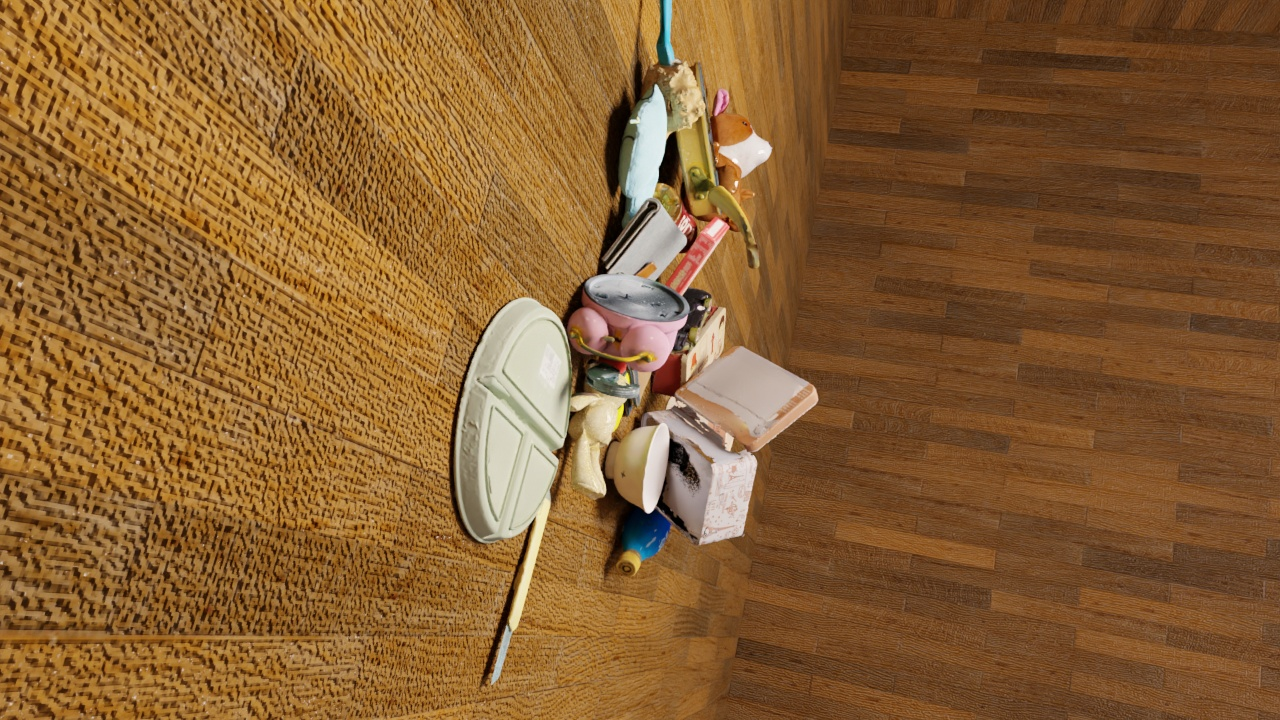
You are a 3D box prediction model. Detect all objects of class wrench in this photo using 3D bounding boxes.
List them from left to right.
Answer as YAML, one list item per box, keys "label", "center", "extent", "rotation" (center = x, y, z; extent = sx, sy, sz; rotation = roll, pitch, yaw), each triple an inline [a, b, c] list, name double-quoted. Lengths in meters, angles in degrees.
- label: "wrench"
  center: [-0.024, -0.001, 1.025]
  extent: [0.273, 0.056, 0.016]
  rotation: [-81, -177, -77]

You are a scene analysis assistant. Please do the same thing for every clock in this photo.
- label: "clock"
  center: [-0.015, -0.037, 0.984]
  extent: [0.158, 0.117, 0.060]
  rotation: [-54, 161, -63]

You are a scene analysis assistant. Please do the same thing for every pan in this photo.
- label: "pan"
  center: [0.093, -0.232, 1.147]
  extent: [0.198, 0.078, 0.356]
  rotation: [73, 12, -46]

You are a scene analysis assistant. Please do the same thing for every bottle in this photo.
- label: "bottle"
  center: [0.013, 0.236, 1.336]
  extent: [0.218, 0.065, 0.065]
  rotation: [-53, 148, -60]
- label: "bottle"
  center: [0.040, -0.181, 1.209]
  extent: [0.175, 0.057, 0.057]
  rotation: [28, 71, -74]

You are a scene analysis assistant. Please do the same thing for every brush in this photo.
- label: "brush"
  center: [0.029, -0.380, 1.045]
  extent: [0.045, 0.083, 0.255]
  rotation: [-27, 119, -45]

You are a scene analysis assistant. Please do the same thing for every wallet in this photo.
- label: "wallet"
  center: [-0.007, 0.007, 1.199]
  extent: [0.115, 0.033, 0.090]
  rotation: [-66, 158, -54]
- label: "wallet"
  center: [0.006, -0.126, 1.091]
  extent: [0.106, 0.037, 0.129]
  rotation: [-52, 161, 2]

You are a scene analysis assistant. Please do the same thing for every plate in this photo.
- label: "plate"
  center: [-0.110, 0.057, 0.849]
  extent: [0.230, 0.027, 0.230]
  rotation: [10, 89, -76]

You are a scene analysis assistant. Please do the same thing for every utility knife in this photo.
- label: "utility knife"
  center: [-0.118, 0.225, 0.930]
  extent: [0.031, 0.021, 0.204]
  rotation: [66, 29, -59]

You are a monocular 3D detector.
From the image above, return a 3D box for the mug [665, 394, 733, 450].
- label: "mug"
  center: [0.101, 0.093, 1.500]
  extent: [0.082, 0.106, 0.114]
  rotation: [82, 22, -47]

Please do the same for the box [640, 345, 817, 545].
- label: "box"
  center: [0.103, 0.107, 1.269]
  extent: [0.134, 0.179, 0.270]
  rotation: [29, 94, -41]

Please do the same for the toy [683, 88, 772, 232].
- label: "toy"
  center: [0.135, -0.303, 1.395]
  extent: [0.140, 0.130, 0.199]
  rotation: [68, 24, -52]

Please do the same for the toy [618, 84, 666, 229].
- label: "toy"
  center: [0.000, -0.228, 1.051]
  extent: [0.156, 0.050, 0.161]
  rotation: [38, 65, -84]

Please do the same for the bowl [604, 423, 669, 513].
- label: "bowl"
  center: [-0.008, 0.135, 1.198]
  extent: [0.118, 0.065, 0.118]
  rotation: [9, 89, -74]

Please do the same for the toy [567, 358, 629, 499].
- label: "toy"
  center: [-0.048, 0.077, 1.014]
  extent: [0.105, 0.066, 0.157]
  rotation: [46, 45, -51]

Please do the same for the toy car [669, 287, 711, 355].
- label: "toy car"
  center: [0.061, -0.060, 1.333]
  extent: [0.157, 0.070, 0.042]
  rotation: [-61, 160, -50]

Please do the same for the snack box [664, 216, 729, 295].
- label: "snack box"
  center: [0.063, -0.121, 1.250]
  extent: [0.153, 0.025, 0.075]
  rotation: [-55, 178, 32]

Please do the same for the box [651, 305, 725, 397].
- label: "box"
  center: [0.067, -0.020, 1.398]
  extent: [0.167, 0.076, 0.091]
  rotation: [-51, 148, -51]

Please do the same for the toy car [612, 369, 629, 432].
- label: "toy car"
  center: [-0.032, 0.042, 1.121]
  extent: [0.048, 0.032, 0.105]
  rotation: [-56, 153, -58]
